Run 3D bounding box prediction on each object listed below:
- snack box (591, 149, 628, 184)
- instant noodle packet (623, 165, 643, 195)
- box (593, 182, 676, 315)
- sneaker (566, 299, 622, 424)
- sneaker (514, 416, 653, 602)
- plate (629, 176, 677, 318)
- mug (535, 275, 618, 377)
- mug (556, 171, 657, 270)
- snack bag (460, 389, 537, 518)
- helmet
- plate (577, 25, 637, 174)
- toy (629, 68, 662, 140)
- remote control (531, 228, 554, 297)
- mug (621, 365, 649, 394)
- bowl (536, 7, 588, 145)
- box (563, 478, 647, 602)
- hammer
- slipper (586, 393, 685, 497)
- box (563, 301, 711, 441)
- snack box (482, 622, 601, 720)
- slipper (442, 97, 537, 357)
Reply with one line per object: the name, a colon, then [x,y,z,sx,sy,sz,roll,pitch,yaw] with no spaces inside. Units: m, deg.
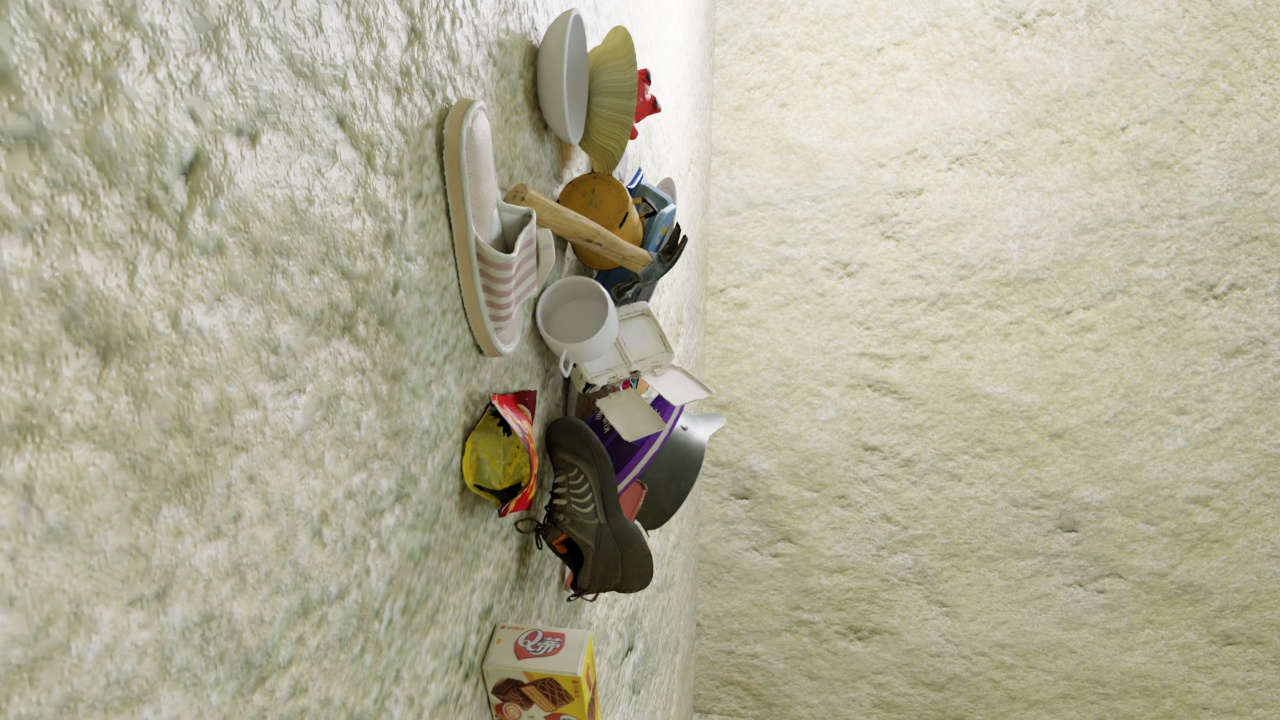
snack box: [-0.050,-0.244,1.372,0.101,0.032,0.185,60,34,-73]
instant noodle packet: [-0.016,-0.238,1.390,0.134,0.026,0.087,-69,166,-63]
box: [-0.022,-0.141,1.284,0.210,0.073,0.085,-65,174,31]
sneaker: [-0.069,0.019,1.280,0.079,0.087,0.236,-139,-132,-57]
sneaker: [-0.095,0.188,1.112,0.237,0.142,0.101,63,-28,25]
plate: [0.012,-0.154,1.369,0.243,0.016,0.242,-165,-89,-75]
mug: [-0.077,-0.038,1.096,0.068,0.094,0.115,70,33,-70]
mug: [-0.041,-0.183,1.174,0.094,0.124,0.100,56,19,-72]
snack bag: [-0.137,0.096,0.964,0.208,0.066,0.139,93,-5,-86]
helmet: [0.009,0.148,1.428,0.227,0.154,0.267,-57,-165,8]
plate: [-0.055,-0.326,1.150,0.185,0.036,0.184,-179,-90,-67]
toy: [-0.043,-0.357,1.303,0.132,0.094,0.088,-37,125,-41]
remote control: [-0.109,-0.102,0.973,0.126,0.018,0.038,137,-55,-69]
mug: [-0.034,-0.012,1.449,0.118,0.081,0.098,-119,-161,-50]
bowl: [-0.092,-0.324,1.049,0.149,0.043,0.149,5,88,-84]
box: [-0.050,0.251,1.304,0.071,0.056,0.187,12,-106,59]
hammer: [-0.050,-0.144,1.077,0.330,0.132,0.033,17,41,-61]
slipper: [-0.046,0.120,1.228,0.267,0.084,0.107,-52,-168,31]
box: [-0.009,0.009,1.153,0.187,0.144,0.058,54,-36,24]
snack box: [-0.103,0.398,1.035,0.061,0.110,0.231,-75,165,-54]
slipper: [-0.132,-0.116,0.859,0.114,0.052,0.263,-74,164,-48]
